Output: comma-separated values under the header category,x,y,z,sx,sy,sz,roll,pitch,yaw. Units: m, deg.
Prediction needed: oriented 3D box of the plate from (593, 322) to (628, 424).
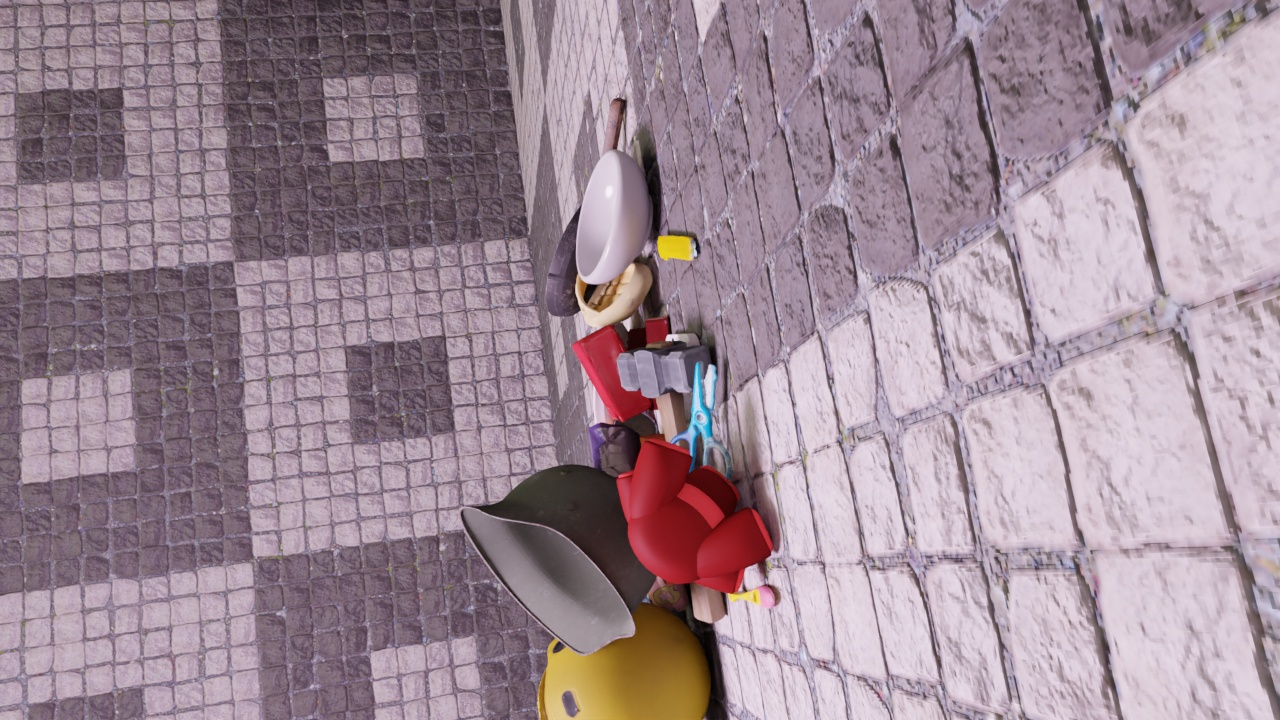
category,x,y,z,sx,sy,sz,roll,pitch,yaw
plate,-0.034,0.027,1.394,0.182,0.034,0.182,5,-91,-80

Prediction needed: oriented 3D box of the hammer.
category,x,y,z,sx,sy,sz,roll,pitch,yaw
hammer,0.050,0.138,1.031,0.117,0.051,0.323,-1,103,53

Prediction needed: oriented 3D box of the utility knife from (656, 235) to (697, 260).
category,x,y,z,sx,sy,sz,roll,pitch,yaw
utility knife,0.041,-0.129,1.060,0.155,0.017,0.030,-140,40,-76

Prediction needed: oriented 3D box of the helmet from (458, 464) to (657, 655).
category,x,y,z,sx,sy,sz,roll,pitch,yaw
helmet,-0.068,0.211,1.066,0.268,0.153,0.227,10,134,53

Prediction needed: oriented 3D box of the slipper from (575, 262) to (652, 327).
category,x,y,z,sx,sy,sz,roll,pitch,yaw
slipper,-0.053,-0.106,1.312,0.111,0.079,0.261,-61,15,-2

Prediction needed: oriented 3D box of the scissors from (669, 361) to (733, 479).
category,x,y,z,sx,sy,sz,roll,pitch,yaw
scissors,0.057,0.062,0.955,0.015,0.083,0.140,-30,-59,-52

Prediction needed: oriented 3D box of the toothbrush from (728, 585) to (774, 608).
category,x,y,z,sx,sy,sz,roll,pitch,yaw
toothbrush,0.112,0.232,0.903,0.136,0.016,0.021,130,135,-73

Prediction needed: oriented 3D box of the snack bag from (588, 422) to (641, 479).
category,x,y,z,sx,sy,sz,roll,pitch,yaw
snack bag,-0.007,0.153,1.235,0.205,0.058,0.096,47,-151,-61

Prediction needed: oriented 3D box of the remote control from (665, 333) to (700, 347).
category,x,y,z,sx,sy,sz,roll,pitch,yaw
remote control,0.050,-0.010,1.091,0.136,0.013,0.043,-174,78,-79

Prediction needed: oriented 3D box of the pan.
category,x,y,z,sx,sy,sz,roll,pitch,yaw
pan,-0.063,-0.221,1.372,0.207,0.040,0.358,-46,-23,-57

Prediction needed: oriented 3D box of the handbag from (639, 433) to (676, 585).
category,x,y,z,sx,sy,sz,roll,pitch,yaw
handbag,0.039,0.177,1.127,0.109,0.060,0.172,163,100,-80

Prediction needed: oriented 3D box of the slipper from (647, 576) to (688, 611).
category,x,y,z,sx,sy,sz,roll,pitch,yaw
slipper,-0.006,0.285,1.270,0.197,0.081,0.093,46,170,52

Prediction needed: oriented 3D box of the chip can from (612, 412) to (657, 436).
category,x,y,z,sx,sy,sz,roll,pitch,yaw
chip can,-0.021,0.160,1.416,0.233,0.073,0.073,101,160,-57

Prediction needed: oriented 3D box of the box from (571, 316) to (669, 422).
category,x,y,z,sx,sy,sz,roll,pitch,yaw
box,-0.025,0.015,1.233,0.157,0.122,0.136,169,90,-80

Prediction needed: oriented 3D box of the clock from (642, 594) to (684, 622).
category,x,y,z,sx,sy,sz,roll,pitch,yaw
clock,0.032,0.366,1.305,0.090,0.052,0.129,101,161,-58

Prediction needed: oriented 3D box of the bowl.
category,x,y,z,sx,sy,sz,roll,pitch,yaw
bowl,-0.028,-0.184,1.208,0.177,0.066,0.176,-171,91,-70

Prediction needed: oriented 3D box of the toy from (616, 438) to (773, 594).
category,x,y,z,sx,sy,sz,roll,pitch,yaw
toy,0.047,0.161,0.918,0.158,0.120,0.197,39,171,10

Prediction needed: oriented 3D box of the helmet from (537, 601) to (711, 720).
category,x,y,z,sx,sy,sz,roll,pitch,yaw
helmet,-0.003,0.392,1.126,0.209,0.140,0.239,47,-156,8
